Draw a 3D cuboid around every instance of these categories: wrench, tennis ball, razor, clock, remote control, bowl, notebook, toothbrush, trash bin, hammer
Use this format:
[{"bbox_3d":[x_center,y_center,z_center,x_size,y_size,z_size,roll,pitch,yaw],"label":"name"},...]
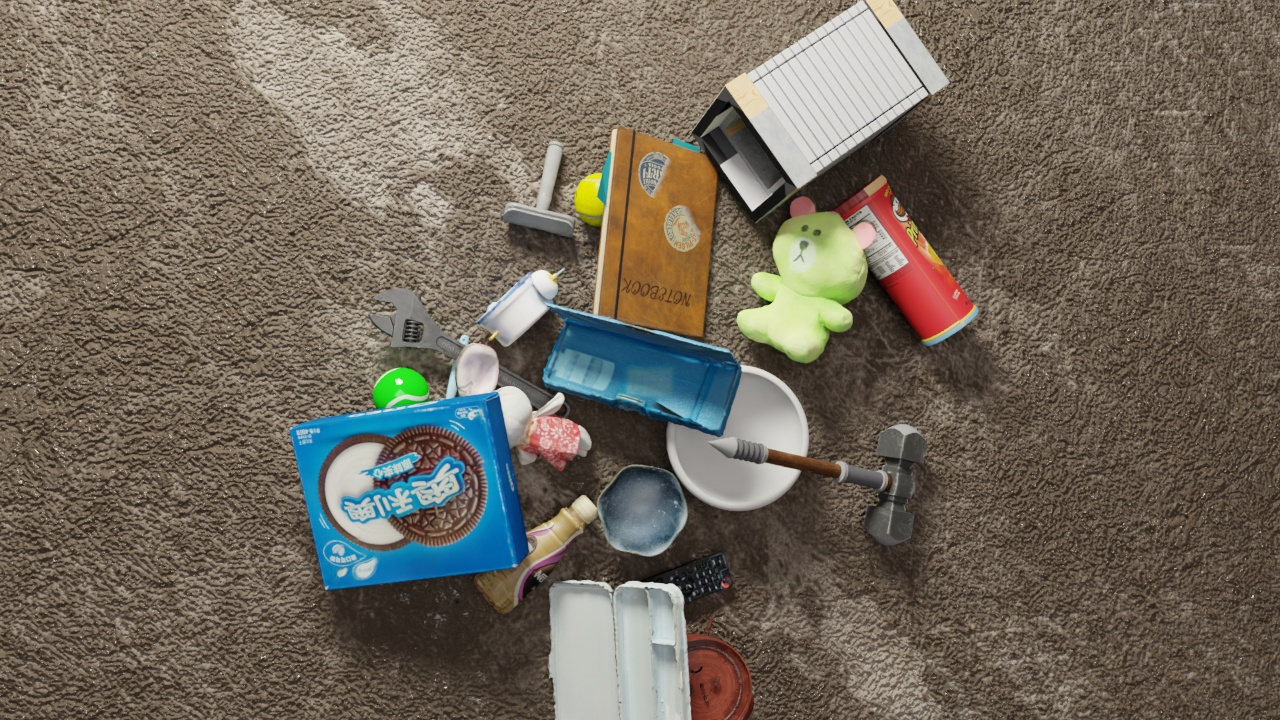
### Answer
[{"bbox_3d":[-0.204,-0.002,1.113,0.273,0.018,0.073,31,82,-12],"label":"wrench"},{"bbox_3d":[-0.049,-0.199,1.139,0.065,0.065,0.065,1,86,-8],"label":"tennis ball"},{"bbox_3d":[-0.116,-0.219,1.146,0.088,0.047,0.116,12,76,-7],"label":"razor"},{"bbox_3d":[-0.139,-0.071,1.106,0.125,0.089,0.052,-44,98,-7],"label":"clock"},{"bbox_3d":[-0.284,0.041,1.088,0.065,0.065,0.065,1,86,-8],"label":"tennis ball"},{"bbox_3d":[0.038,0.283,1.139,0.150,0.022,0.047,-17,88,-11],"label":"remote control"},{"bbox_3d":[-0.001,0.181,1.122,0.110,0.055,0.110,1,86,-8],"label":"bowl"},{"bbox_3d":[0.017,-0.164,1.133,0.178,0.014,0.249,9,84,-34],"label":"notebook"},{"bbox_3d":[-0.232,0.044,1.121,0.022,0.016,0.155,12,83,3],"label":"toothbrush"},{"bbox_3d":[0.217,-0.312,1.133,0.246,0.143,0.142,-36,91,-15],"label":"trash bin"},{"bbox_3d":[0.115,0.096,1.139,0.176,0.066,0.176,1,86,-8],"label":"bowl"},{"bbox_3d":[0.073,0.402,1.108,0.120,0.072,0.157,-17,87,-9],"label":"clock"},{"bbox_3d":[0.212,0.128,1.102,0.321,0.043,0.156,15,83,-30],"label":"hammer"}]

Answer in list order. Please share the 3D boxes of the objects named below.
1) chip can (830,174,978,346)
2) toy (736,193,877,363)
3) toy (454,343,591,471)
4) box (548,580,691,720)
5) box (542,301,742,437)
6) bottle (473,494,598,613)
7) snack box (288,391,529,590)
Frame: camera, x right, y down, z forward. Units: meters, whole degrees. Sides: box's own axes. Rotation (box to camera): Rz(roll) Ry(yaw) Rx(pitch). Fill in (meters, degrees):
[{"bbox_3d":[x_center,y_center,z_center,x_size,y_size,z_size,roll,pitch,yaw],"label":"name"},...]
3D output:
[{"bbox_3d":[0.336,-0.128,1.178,0.087,0.087,0.213,-37,92,-9],"label":"chip can"},{"bbox_3d":[0.214,-0.094,1.149,0.150,0.107,0.196,29,83,39],"label":"toy"},{"bbox_3d":[-0.147,0.074,1.088,0.194,0.084,0.159,17,108,-18],"label":"toy"},{"bbox_3d":[-0.025,0.363,1.074,0.192,0.045,0.209,-8,84,31],"label":"box"},{"bbox_3d":[-0.006,0.005,1.065,0.232,0.111,0.094,16,75,16],"label":"box"},{"bbox_3d":[-0.120,0.227,1.101,0.166,0.060,0.059,-41,92,-10],"label":"bottle"},{"bbox_3d":[-0.261,0.149,1.041,0.239,0.056,0.195,-9,97,9],"label":"snack box"}]
